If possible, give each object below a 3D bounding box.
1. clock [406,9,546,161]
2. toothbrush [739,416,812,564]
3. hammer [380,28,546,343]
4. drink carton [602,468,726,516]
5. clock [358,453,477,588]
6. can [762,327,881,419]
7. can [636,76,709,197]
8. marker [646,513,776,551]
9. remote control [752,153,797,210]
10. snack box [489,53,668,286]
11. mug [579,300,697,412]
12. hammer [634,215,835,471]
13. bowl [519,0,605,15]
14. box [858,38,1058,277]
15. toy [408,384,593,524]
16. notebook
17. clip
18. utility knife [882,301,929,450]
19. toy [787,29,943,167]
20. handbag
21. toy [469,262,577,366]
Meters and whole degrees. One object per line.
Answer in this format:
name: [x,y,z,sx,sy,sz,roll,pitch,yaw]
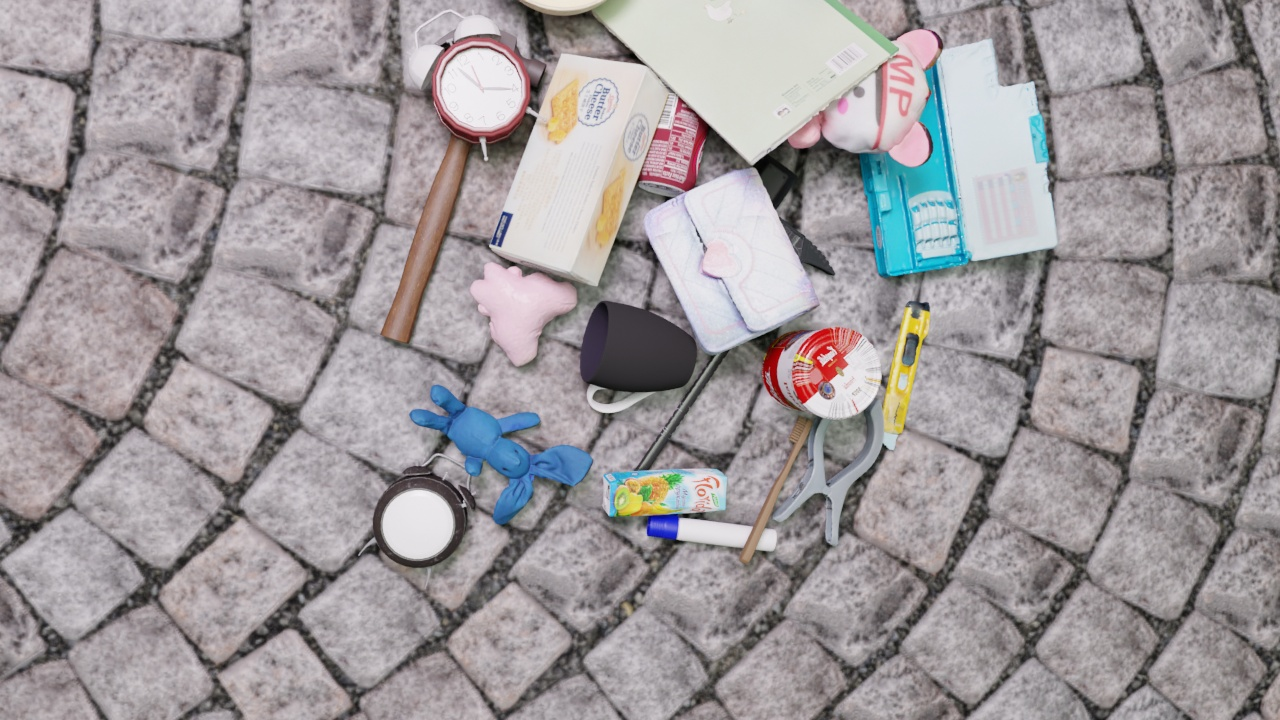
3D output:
clock: [-0.158,-0.264,0.871,0.096,0.048,0.137,-35,100,-6]
toothbrush: [0.139,0.133,0.949,0.016,0.016,0.166,28,76,-3]
hammer: [-0.194,-0.174,0.910,0.115,0.033,0.323,18,90,-9]
drink carton: [0.026,0.134,0.931,0.128,0.038,0.044,-1,99,-15]
clock: [-0.215,0.154,0.907,0.091,0.044,0.122,29,88,-7]
can: [0.178,0.011,0.914,0.086,0.116,0.086,0,91,-7]
can: [0.034,-0.226,0.919,0.063,0.063,0.114,13,90,-7]
marker: [0.074,0.177,0.953,0.133,0.023,0.027,8,68,-7]
remote control: [0.105,-0.143,0.950,0.047,0.022,0.150,34,87,-7]
snack box: [-0.059,-0.185,0.888,0.104,0.057,0.208,20,89,30]
mug: [-0.005,0.005,0.919,0.100,0.084,0.119,13,120,-19]
hammer: [0.081,0.007,0.951,0.095,0.015,0.325,34,90,-18]
bowl: [-0.079,-0.404,0.896,0.150,0.075,0.150,0,90,-8]
box: [0.324,-0.212,0.958,0.185,0.056,0.227,-9,92,4]
toy: [-0.148,0.091,0.902,0.176,0.071,0.112,36,87,-14]
notebook: [0.096,-0.321,0.890,0.182,0.010,0.252,-38,67,-6]
clip: [0.189,0.103,0.964,0.107,0.028,0.163,21,88,-5]
utility knife: [0.282,0.015,0.980,0.030,0.017,0.163,12,93,2]
toy: [0.183,-0.263,0.902,0.213,0.084,0.141,5,73,11]
handbag: [0.088,-0.097,0.901,0.126,0.069,0.158,-25,83,4]
toy: [-0.123,-0.055,0.908,0.096,0.053,0.099,37,92,-13]
